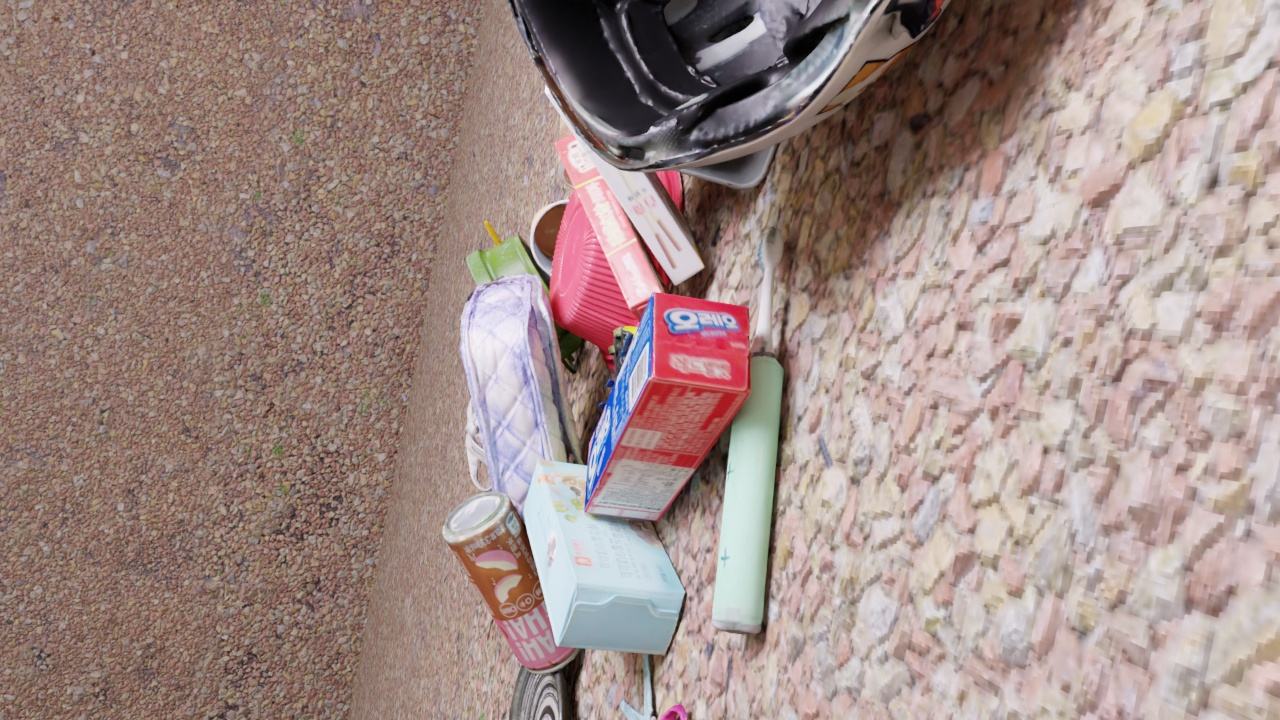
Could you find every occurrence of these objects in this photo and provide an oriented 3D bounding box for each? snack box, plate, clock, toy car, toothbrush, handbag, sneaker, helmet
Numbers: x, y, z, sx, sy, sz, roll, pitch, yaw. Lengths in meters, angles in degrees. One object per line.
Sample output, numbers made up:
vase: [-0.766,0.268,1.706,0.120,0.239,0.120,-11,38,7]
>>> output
snack box: [-0.014,-0.086,0.650,0.152,0.025,0.075,66,-174,27]
plate: [-0.083,0.326,0.769,0.179,0.024,0.179,-172,91,-71]
clock: [-0.107,-0.053,0.897,0.161,0.056,0.116,59,-177,17]
toy car: [-0.004,0.004,0.691,0.105,0.032,0.048,122,139,-77]
snack box: [-0.011,-0.132,0.622,0.027,0.157,0.084,-31,26,11]
snack box: [0.008,0.038,0.556,0.208,0.058,0.057,114,161,-58]
toothbrush: [0.062,0.033,0.498,0.027,0.026,0.224,147,131,-72]
handbag: [-0.094,0.038,0.763,0.134,0.075,0.194,-99,1,-63]
sneaker: [-0.143,0.080,0.979,0.241,0.087,0.118,-141,64,-70]
helmet: [0.063,-0.214,0.416,0.275,0.156,0.230,-47,68,39]
snack box: [-0.031,0.132,0.643,0.175,0.074,0.052,-125,49,-65]

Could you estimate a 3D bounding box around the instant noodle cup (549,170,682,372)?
instant noodle cup: [-0.029,-0.089,0.777,0.194,0.065,0.194,-169,91,-71]

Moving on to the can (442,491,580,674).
can: [-0.099,0.175,0.723,0.147,0.058,0.058,65,175,-23]

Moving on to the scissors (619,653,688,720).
scissors: [0.007,0.230,0.572,0.131,0.017,0.133,118,159,-47]

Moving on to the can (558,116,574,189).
can: [-0.053,-0.232,0.935,0.059,0.058,0.116,127,148,-53]

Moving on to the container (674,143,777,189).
container: [0.038,-0.179,0.596,0.114,0.090,0.090,-106,33,-60]

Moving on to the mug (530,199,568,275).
mug: [-0.077,-0.127,0.931,0.122,0.078,0.078,-130,53,-74]
